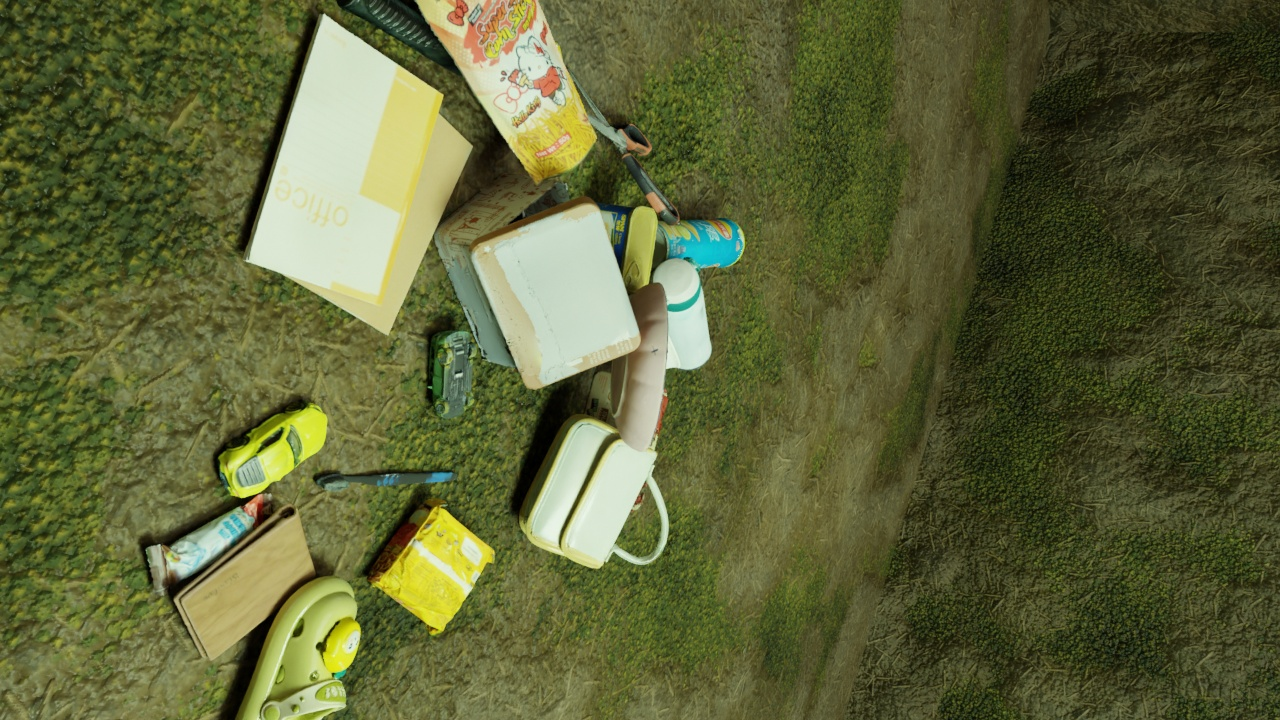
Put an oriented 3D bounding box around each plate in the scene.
[{"bbox_3d":[-0.006,0.006,1.034,0.192,0.039,0.192,-176,-89,-81],"label":"plate"}]

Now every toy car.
[{"bbox_3d":[-0.192,0.013,0.927,0.043,0.036,0.091,-18,116,-56],"label":"toy car"},{"bbox_3d":[-0.304,0.075,0.774,0.105,0.032,0.048,-42,135,-46],"label":"toy car"}]

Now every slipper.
[{"bbox_3d":[-0.295,0.290,0.817,0.091,0.082,0.190,53,59,-72],"label":"slipper"}]

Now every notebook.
[{"bbox_3d":[-0.234,-0.144,0.826,0.148,0.008,0.207,40,67,-56],"label":"notebook"},{"bbox_3d":[-0.246,-0.162,0.780,0.145,0.010,0.206,23,82,-58],"label":"notebook"}]

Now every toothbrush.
[{"bbox_3d":[-0.243,0.118,0.906,0.189,0.016,0.014,10,100,-60],"label":"toothbrush"}]

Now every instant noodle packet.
[{"bbox_3d":[-0.216,0.216,0.960,0.110,0.044,0.128,-54,139,-22],"label":"instant noodle packet"}]

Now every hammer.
[{"bbox_3d":[-0.161,-0.281,0.868,0.300,0.033,0.129,14,89,-59],"label":"hammer"}]

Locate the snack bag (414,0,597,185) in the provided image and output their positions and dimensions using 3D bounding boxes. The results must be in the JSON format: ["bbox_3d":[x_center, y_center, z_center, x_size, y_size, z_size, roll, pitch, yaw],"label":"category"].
[{"bbox_3d":[-0.116,-0.279,0.862,0.128,0.073,0.208,-56,137,-29],"label":"snack bag"}]

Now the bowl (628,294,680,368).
[{"bbox_3d":[-0.004,-0.029,1.174,0.064,0.118,0.118,-28,136,-4],"label":"bowl"}]

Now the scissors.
[{"bbox_3d":[-0.016,-0.242,1.057,0.189,0.015,0.224,63,20,7],"label":"scissors"}]

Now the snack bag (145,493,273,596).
[{"bbox_3d":[-0.344,0.147,0.740,0.103,0.026,0.048,-30,129,-52],"label":"snack bag"}]

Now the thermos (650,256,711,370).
[{"bbox_3d":[0.056,-0.061,1.210,0.224,0.073,0.073,72,40,-66],"label":"thermos"}]

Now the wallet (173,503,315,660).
[{"bbox_3d":[-0.326,0.186,0.767,0.115,0.020,0.101,-44,154,-37],"label":"wallet"}]

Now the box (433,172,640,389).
[{"bbox_3d":[-0.093,-0.078,0.927,0.149,0.166,0.182,-51,141,-36],"label":"box"}]

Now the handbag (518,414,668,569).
[{"bbox_3d":[-0.037,0.168,1.097,0.163,0.178,0.063,-64,-168,-3],"label":"handbag"}]

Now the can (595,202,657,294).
[{"bbox_3d":[-0.034,-0.135,1.081,0.057,0.083,0.102,-4,105,-57],"label":"can"}]

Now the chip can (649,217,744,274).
[{"bbox_3d":[0.063,-0.156,1.241,0.209,0.071,0.071,-15,114,-56],"label":"chip can"}]

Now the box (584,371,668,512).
[{"bbox_3d":[-0.024,0.106,1.183,0.078,0.091,0.168,16,88,-56],"label":"box"}]
